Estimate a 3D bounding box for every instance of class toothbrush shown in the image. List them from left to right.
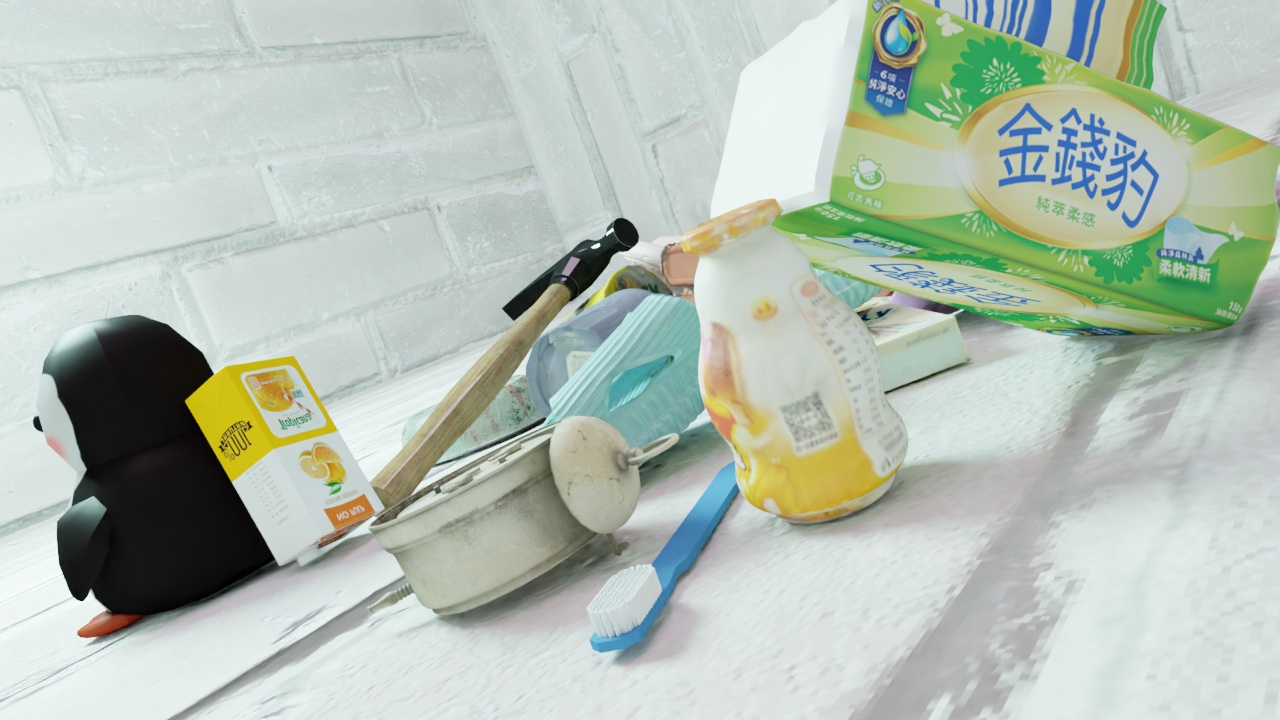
[{"bbox_3d":[0.017,0.061,0.339,0.016,0.014,0.166,-18,6,22],"label":"toothbrush"}]

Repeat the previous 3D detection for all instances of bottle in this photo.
[{"bbox_3d":[0.050,0.000,0.320,0.063,0.109,0.063,-23,9,4],"label":"bottle"}]

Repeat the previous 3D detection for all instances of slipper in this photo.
[{"bbox_3d":[0.020,-0.005,0.503,0.275,0.069,0.116,-33,4,-17],"label":"slipper"},{"bbox_3d":[0.079,-0.079,0.791,0.222,0.055,0.106,13,-6,30],"label":"slipper"}]

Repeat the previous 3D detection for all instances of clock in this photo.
[{"bbox_3d":[-0.042,0.059,0.365,0.141,0.054,0.092,-25,4,28],"label":"clock"}]

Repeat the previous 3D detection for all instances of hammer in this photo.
[{"bbox_3d":[-0.110,0.004,0.697,0.133,0.040,0.304,-31,17,45],"label":"hammer"}]

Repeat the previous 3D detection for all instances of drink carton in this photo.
[{"bbox_3d":[-0.215,0.062,0.563,0.040,0.122,0.058,-35,-6,22],"label":"drink carton"}]

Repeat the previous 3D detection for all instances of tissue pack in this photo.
[{"bbox_3d":[0.144,-0.098,0.368,0.197,0.141,0.120,14,-4,-23],"label":"tissue pack"}]

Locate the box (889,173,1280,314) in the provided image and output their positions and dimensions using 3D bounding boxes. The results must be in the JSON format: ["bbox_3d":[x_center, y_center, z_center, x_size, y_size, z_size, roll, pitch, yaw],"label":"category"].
[{"bbox_3d":[0.267,-0.079,0.556,0.213,0.062,0.140,-23,10,-21],"label":"box"}]

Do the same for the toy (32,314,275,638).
[{"bbox_3d":[-0.301,0.057,0.583,0.140,0.184,0.158,-17,7,16],"label":"toy"}]

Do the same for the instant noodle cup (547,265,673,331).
[{"bbox_3d":[-0.028,-0.016,0.785,0.108,0.102,0.102,-26,2,40],"label":"instant noodle cup"}]

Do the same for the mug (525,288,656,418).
[{"bbox_3d":[-0.004,0.004,0.648,0.124,0.084,0.103,12,21,22],"label":"mug"}]

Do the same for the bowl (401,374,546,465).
[{"bbox_3d":[-0.148,0.050,0.817,0.157,0.038,0.157,-20,7,2],"label":"bowl"}]

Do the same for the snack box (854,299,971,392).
[{"bbox_3d":[0.120,-0.006,0.523,0.082,0.026,0.150,-21,7,2],"label":"snack box"}]

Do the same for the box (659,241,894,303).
[{"bbox_3d":[0.107,-0.069,0.688,0.187,0.054,0.076,0,-27,28],"label":"box"}]
